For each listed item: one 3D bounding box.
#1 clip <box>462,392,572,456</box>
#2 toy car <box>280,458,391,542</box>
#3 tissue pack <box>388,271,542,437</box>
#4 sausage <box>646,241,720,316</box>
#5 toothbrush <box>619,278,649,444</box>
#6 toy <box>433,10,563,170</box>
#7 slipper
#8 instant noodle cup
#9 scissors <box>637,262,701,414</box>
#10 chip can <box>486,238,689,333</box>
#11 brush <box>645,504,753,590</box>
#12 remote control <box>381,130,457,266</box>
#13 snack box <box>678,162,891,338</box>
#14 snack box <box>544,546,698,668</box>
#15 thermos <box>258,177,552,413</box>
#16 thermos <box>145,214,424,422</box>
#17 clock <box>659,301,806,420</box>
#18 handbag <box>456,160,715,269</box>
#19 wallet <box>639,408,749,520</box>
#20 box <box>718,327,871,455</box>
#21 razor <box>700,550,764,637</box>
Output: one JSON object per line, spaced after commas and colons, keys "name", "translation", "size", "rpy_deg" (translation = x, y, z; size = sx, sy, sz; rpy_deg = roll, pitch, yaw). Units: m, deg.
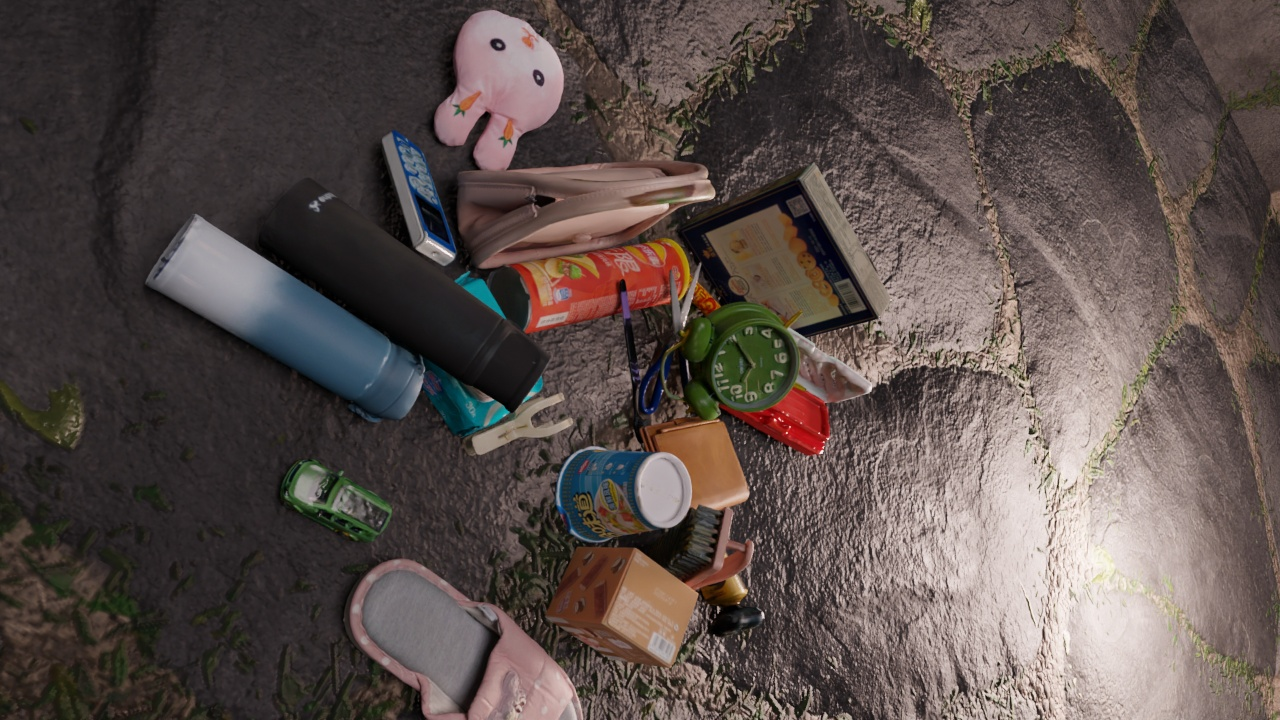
{"name": "clip", "translation": [-0.106, 0.059, 0.849], "size": [0.104, 0.087, 0.035], "rpy_deg": [-23, 97, -52]}
{"name": "toy car", "translation": [-0.244, 0.114, 0.742], "size": [0.091, 0.036, 0.043], "rpy_deg": [35, 62, -26]}
{"name": "tissue pack", "translation": [-0.157, -0.006, 0.829], "size": [0.093, 0.050, 0.133], "rpy_deg": [-42, 108, -36]}
{"name": "sausage", "translation": [0.061, -0.080, 1.050], "size": [0.165, 0.022, 0.021], "rpy_deg": [43, 57, -26]}
{"name": "toothbrush", "translation": [-0.006, 0.005, 0.935], "size": [0.014, 0.017, 0.189], "rpy_deg": [-34, 127, -43]}
{"name": "toy", "translation": [-0.137, -0.264, 0.899], "size": [0.121, 0.054, 0.159], "rpy_deg": [31, 71, -32]}
{"name": "slipper", "translation": [-0.137, 0.271, 0.788], "size": [0.274, 0.055, 0.113], "rpy_deg": [49, 54, -22]}
{"name": "instant noodle cup", "translation": [-0.011, 0.128, 0.888], "size": [0.099, 0.110, 0.099], "rpy_deg": [9, 76, -40]}
{"name": "scissors", "translation": [0.036, -0.015, 0.980], "size": [0.162, 0.012, 0.162], "rpy_deg": [-50, 138, -16]}
{"name": "chip can", "translation": [-0.048, -0.075, 0.923], "size": [0.216, 0.073, 0.073], "rpy_deg": [-17, 92, -41]}
{"name": "brush", "translation": [0.053, 0.198, 0.908], "size": [0.073, 0.146, 0.063], "rpy_deg": [22, 56, -11]}
{"name": "remote control", "translation": [-0.197, -0.143, 0.807], "size": [0.049, 0.024, 0.125], "rpy_deg": [32, 32, -63]}
{"name": "snack box", "translation": [0.160, -0.109, 1.034], "size": [0.178, 0.183, 0.045], "rpy_deg": [56, 49, -17]}
{"name": "snack box", "translation": [-0.018, 0.233, 0.872], "size": [0.093, 0.095, 0.076], "rpy_deg": [41, 58, -27]}
{"name": "thermos", "translation": [-0.186, -0.053, 0.760], "size": [0.242, 0.069, 0.089], "rpy_deg": [36, 22, -9]}
{"name": "thermos", "translation": [-0.271, -0.025, 0.726], "size": [0.220, 0.070, 0.070], "rpy_deg": [38, 59, -30]}
{"name": "clock", "translation": [0.097, 0.002, 0.976], "size": [0.161, 0.056, 0.116], "rpy_deg": [-11, 110, -12]}
{"name": "handbag", "translation": [-0.037, -0.146, 0.837], "size": [0.192, 0.235, 0.093], "rpy_deg": [-16, 100, -41]}
{"name": "wallet", "translation": [0.059, 0.104, 0.977], "size": [0.130, 0.035, 0.119], "rpy_deg": [-5, 68, -53]}
{"name": "box", "translation": [0.176, 0.034, 1.074], "size": [0.201, 0.100, 0.095], "rpy_deg": [29, 57, -33]}
{"name": "razor", "translation": [0.075, 0.220, 0.984], "size": [0.167, 0.062, 0.067], "rpy_deg": [66, 20, -3]}
